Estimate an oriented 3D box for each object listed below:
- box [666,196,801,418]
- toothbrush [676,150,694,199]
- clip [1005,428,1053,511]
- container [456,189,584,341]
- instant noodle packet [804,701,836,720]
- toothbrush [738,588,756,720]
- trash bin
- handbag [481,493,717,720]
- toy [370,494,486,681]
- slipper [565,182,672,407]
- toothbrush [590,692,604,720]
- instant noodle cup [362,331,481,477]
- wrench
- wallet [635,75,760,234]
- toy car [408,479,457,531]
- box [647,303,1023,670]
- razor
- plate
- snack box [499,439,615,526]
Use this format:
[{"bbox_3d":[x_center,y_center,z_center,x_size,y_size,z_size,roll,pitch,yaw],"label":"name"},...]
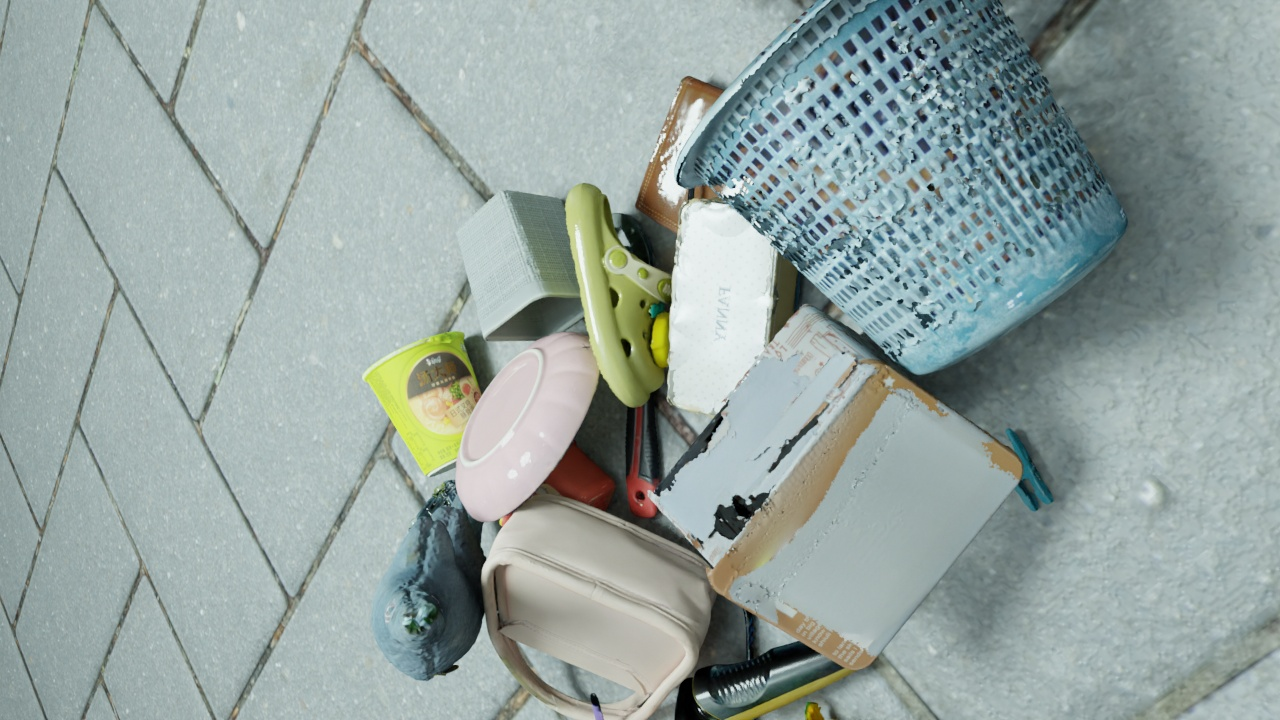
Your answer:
[{"bbox_3d":[0.072,-0.033,0.707,0.090,0.061,0.184,14,110,26],"label":"box"},{"bbox_3d":[0.034,-0.079,0.737,0.018,0.015,0.181,7,97,37],"label":"toothbrush"},{"bbox_3d":[0.254,0.074,0.613,0.040,0.014,0.056,-44,68,34],"label":"clip"},{"bbox_3d":[-0.106,-0.088,0.845,0.090,0.090,0.114,-32,72,36],"label":"container"},{"bbox_3d":[0.176,0.323,0.681,0.129,0.044,0.110,3,89,36],"label":"instant noodle packet"},{"bbox_3d":[0.092,0.236,0.762,0.016,0.014,0.189,-3,94,14],"label":"toothbrush"},{"bbox_3d":[0.165,-0.107,0.552,0.227,0.225,0.195,-40,85,35],"label":"trash bin"},{"bbox_3d":[-0.050,0.244,0.811,0.193,0.093,0.235,21,125,8],"label":"handbag"},{"bbox_3d":[-0.176,0.198,0.795,0.091,0.356,0.138,17,93,-5],"label":"toy"},{"bbox_3d":[-0.008,-0.057,0.754,0.082,0.091,0.190,-14,92,10],"label":"slipper"},{"bbox_3d":[-0.026,0.378,0.833,0.014,0.016,0.189,6,117,36],"label":"toothbrush"},{"bbox_3d":[-0.205,0.049,0.935,0.112,0.111,0.123,-31,83,37],"label":"instant noodle cup"},{"bbox_3d":[-0.005,0.005,0.816,0.056,0.016,0.273,-4,92,37],"label":"wrench"},{"bbox_3d":[0.057,-0.155,0.743,0.101,0.032,0.125,35,115,28],"label":"wallet"},{"bbox_3d":[-0.216,0.173,0.995,0.106,0.031,0.049,-49,64,30],"label":"toy car"},{"bbox_3d":[0.134,0.086,0.605,0.178,0.152,0.182,44,105,25],"label":"box"},{"bbox_3d":[0.102,0.257,0.725,0.168,0.062,0.067,-31,110,24],"label":"razor"},{"bbox_3d":[-0.111,0.050,0.819,0.193,0.039,0.192,-41,28,28],"label":"plate"},{"bbox_3d":[-0.076,0.128,0.848,0.080,0.081,0.091,34,116,21],"label":"snack box"}]
